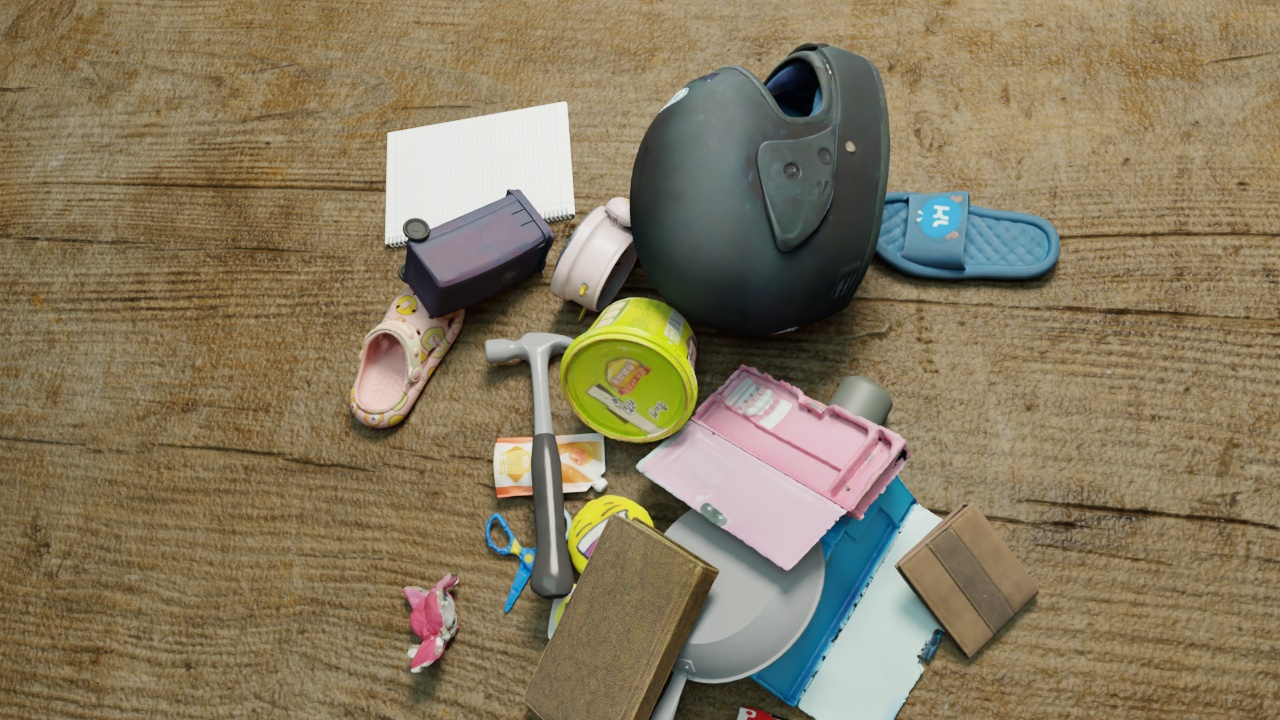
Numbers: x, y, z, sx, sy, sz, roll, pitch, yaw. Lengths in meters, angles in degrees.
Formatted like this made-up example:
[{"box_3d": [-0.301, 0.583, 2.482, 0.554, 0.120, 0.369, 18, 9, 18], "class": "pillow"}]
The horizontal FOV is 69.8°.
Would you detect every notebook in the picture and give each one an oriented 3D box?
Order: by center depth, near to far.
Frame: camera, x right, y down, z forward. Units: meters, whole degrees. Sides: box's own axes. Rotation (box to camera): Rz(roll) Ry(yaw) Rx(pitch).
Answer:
[{"box_3d": [-0.010, 0.272, 0.863, 0.190, 0.034, 0.215, 22, 84, 51], "class": "notebook"}, {"box_3d": [-0.210, -0.241, 1.183, 0.246, 0.013, 0.177, -8, 67, 6], "class": "notebook"}]

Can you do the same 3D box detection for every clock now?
[{"box_3d": [-0.038, -0.127, 1.057, 0.059, 0.117, 0.157, 32, 77, 8], "class": "clock"}]

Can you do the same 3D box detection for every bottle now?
[{"box_3d": [0.216, 0.073, 0.964, 0.060, 0.060, 0.108, 29, 76, 18], "class": "bottle"}]

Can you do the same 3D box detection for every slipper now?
[{"box_3d": [0.357, -0.139, 1.024, 0.214, 0.059, 0.103, 12, 74, 12], "class": "slipper"}, {"box_3d": [-0.285, -0.019, 1.074, 0.093, 0.081, 0.197, 22, 76, 18], "class": "slipper"}]

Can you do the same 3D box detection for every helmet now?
[{"box_3d": [0.110, -0.187, 0.958, 0.235, 0.249, 0.316, 8, 89, -18], "class": "helmet"}]

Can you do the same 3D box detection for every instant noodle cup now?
[{"box_3d": [-0.006, 0.006, 0.981, 0.146, 0.146, 0.097, 6, 36, 11], "class": "instant noodle cup"}]

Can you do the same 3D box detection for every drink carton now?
[{"box_3d": [-0.098, 0.116, 1.018, 0.122, 0.039, 0.069, -4, 68, 1], "class": "drink carton"}]

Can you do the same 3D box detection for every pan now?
[{"box_3d": [0.045, 0.276, 0.870, 0.201, 0.051, 0.355, 8, 59, 45], "class": "pan"}]

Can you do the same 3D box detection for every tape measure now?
[{"box_3d": [-0.061, 0.268, 0.954, 0.065, 0.017, 0.064, 11, 79, 12], "class": "tape measure"}]

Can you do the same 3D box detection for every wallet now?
[{"box_3d": [0.317, 0.211, 0.888, 0.098, 0.027, 0.121, -40, 98, -7], "class": "wallet"}]

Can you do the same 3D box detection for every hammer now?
[{"box_3d": [-0.099, 0.103, 0.992, 0.125, 0.030, 0.310, -5, 59, -5], "class": "hammer"}]

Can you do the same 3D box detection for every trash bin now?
[{"box_3d": [-0.189, -0.128, 1.065, 0.160, 0.094, 0.092, -31, 75, -29], "class": "trash bin"}]

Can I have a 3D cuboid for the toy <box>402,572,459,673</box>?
[{"box_3d": [-0.217, 0.280, 0.966, 0.066, 0.050, 0.102, -25, 46, 22], "class": "toy"}]

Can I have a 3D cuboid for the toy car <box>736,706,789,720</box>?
[{"box_3d": [0.136, 0.364, 0.883, 0.089, 0.025, 0.038, 13, 72, 14], "class": "toy car"}]

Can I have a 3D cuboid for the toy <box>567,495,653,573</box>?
[{"box_3d": [-0.031, 0.190, 0.971, 0.095, 0.041, 0.094, -36, 72, -3], "class": "toy"}]

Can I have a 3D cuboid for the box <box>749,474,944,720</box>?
[{"box_3d": [0.214, 0.237, 0.909, 0.170, 0.071, 0.243, 38, 77, -12], "class": "box"}]

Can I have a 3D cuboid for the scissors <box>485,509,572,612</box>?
[{"box_3d": [-0.115, 0.210, 0.994, 0.127, 0.015, 0.125, -36, 73, -2], "class": "scissors"}]

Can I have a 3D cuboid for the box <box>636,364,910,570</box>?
[{"box_3d": [0.127, 0.103, 0.920, 0.178, 0.039, 0.233, -42, 39, -15], "class": "box"}]
